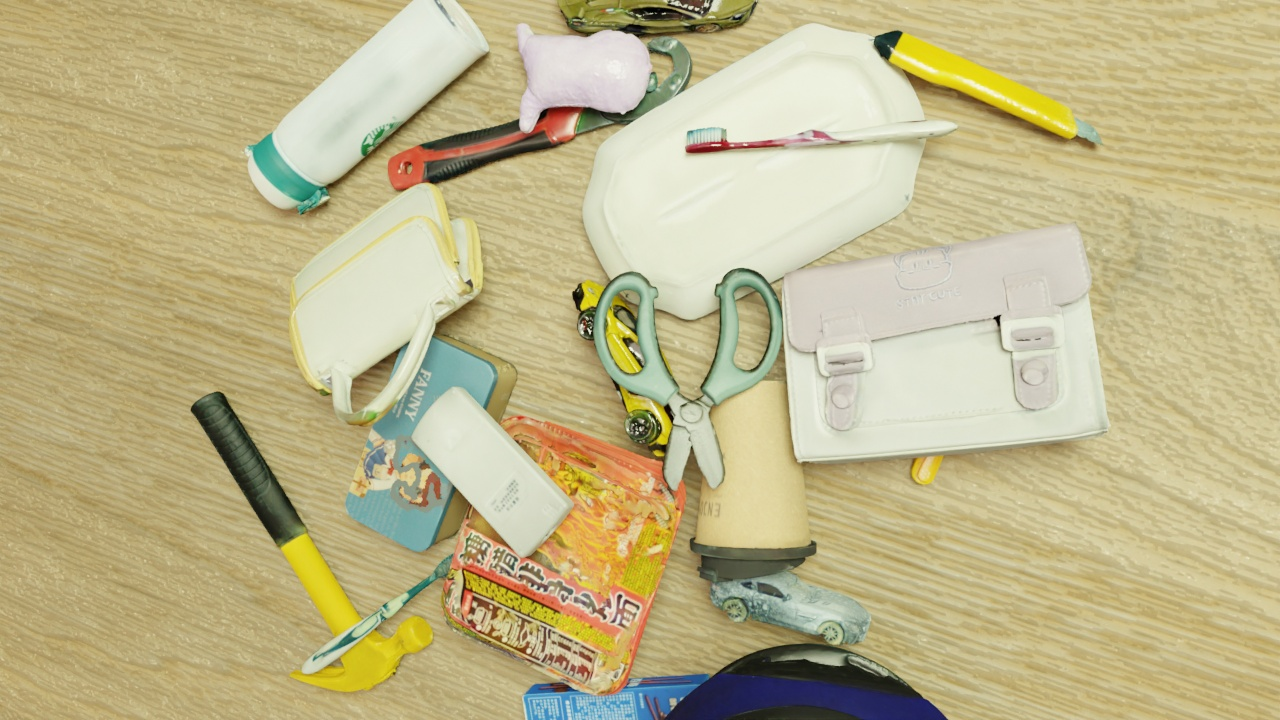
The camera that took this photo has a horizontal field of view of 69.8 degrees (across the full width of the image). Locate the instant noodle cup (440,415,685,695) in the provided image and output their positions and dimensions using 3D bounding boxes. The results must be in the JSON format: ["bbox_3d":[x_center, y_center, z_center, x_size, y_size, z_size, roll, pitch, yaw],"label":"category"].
[{"bbox_3d":[-0.056,0.145,0.719,0.164,0.079,0.189,20,98,15],"label":"instant noodle cup"}]

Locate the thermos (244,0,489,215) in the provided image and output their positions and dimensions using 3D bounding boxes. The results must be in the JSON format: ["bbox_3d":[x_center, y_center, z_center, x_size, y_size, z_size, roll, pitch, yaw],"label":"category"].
[{"bbox_3d":[-0.229,-0.208,0.757,0.224,0.073,0.073,-35,83,15],"label":"thermos"}]

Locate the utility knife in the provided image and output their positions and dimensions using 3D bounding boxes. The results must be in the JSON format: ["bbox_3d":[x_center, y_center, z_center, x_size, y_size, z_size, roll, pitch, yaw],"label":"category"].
[{"bbox_3d":[0.242,-0.189,0.641,0.173,0.015,0.033,28,56,7],"label":"utility knife"}]

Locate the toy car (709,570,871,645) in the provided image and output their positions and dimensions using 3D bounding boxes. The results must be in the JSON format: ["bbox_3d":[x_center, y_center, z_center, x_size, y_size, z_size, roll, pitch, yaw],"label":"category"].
[{"bbox_3d":[0.112,0.180,0.688,0.121,0.054,0.037,13,98,14],"label":"toy car"}]

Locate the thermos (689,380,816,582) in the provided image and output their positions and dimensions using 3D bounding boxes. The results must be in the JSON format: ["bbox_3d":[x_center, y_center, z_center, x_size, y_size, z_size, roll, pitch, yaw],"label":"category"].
[{"bbox_3d":[0.082,0.087,0.677,0.093,0.093,0.143,-1,86,16],"label":"thermos"}]

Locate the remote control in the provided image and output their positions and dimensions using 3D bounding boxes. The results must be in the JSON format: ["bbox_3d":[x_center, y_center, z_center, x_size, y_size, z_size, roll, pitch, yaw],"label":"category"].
[{"bbox_3d":[-0.113,0.082,0.691,0.135,0.019,0.056,43,100,16],"label":"remote control"}]

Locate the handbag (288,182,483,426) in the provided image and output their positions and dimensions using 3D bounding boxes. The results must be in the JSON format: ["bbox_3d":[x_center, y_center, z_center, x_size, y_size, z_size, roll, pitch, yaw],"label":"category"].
[{"bbox_3d":[-0.201,-0.038,0.713,0.163,0.063,0.178,-32,48,15],"label":"handbag"}]

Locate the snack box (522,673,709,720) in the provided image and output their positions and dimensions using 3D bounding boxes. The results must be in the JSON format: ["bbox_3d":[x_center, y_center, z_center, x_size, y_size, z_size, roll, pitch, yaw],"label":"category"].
[{"bbox_3d":[-0.014,0.304,0.744,0.157,0.026,0.084,-9,91,16],"label":"snack box"}]

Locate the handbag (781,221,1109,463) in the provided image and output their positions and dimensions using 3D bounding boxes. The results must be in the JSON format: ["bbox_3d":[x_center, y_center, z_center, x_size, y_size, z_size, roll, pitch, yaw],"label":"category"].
[{"bbox_3d":[0.201,-0.008,0.626,0.197,0.098,0.144,-9,76,22],"label":"handbag"}]

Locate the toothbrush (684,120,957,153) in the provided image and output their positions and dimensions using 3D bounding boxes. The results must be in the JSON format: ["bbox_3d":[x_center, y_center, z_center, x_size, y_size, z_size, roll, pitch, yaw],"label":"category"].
[{"bbox_3d":[0.124,-0.160,0.644,0.188,0.016,0.017,-1,84,12],"label":"toothbrush"}]

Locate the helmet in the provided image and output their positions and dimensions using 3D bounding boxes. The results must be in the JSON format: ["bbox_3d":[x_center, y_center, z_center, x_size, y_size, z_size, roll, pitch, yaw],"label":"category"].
[{"bbox_3d":[0.110,0.308,0.594,0.247,0.240,0.316,2,103,11],"label":"helmet"}]

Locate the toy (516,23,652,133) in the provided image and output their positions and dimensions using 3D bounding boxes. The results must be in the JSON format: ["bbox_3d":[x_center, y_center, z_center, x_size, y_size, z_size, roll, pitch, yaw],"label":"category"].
[{"bbox_3d":[-0.044,-0.218,0.702,0.108,0.039,0.084,2,95,10],"label":"toy"}]

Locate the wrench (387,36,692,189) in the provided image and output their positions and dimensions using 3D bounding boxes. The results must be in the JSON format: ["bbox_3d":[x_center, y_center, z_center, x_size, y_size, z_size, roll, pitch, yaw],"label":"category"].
[{"bbox_3d":[-0.086,-0.190,0.743,0.274,0.016,0.056,-17,85,16],"label":"wrench"}]

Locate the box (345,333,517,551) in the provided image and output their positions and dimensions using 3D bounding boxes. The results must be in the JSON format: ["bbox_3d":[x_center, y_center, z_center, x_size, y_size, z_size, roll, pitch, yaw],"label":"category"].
[{"bbox_3d":[-0.169,0.059,0.757,0.090,0.062,0.184,22,100,13],"label":"box"}]

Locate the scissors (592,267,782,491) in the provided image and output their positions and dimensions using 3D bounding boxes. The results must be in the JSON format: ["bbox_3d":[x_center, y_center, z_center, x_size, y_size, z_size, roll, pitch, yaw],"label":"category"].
[{"bbox_3d":[0.050,0.004,0.649,0.169,0.019,0.177,-20,73,-4],"label":"scissors"}]

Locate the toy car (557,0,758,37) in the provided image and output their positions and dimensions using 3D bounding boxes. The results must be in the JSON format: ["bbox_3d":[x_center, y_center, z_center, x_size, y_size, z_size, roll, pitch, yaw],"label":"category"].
[{"bbox_3d":[0.013,-0.286,0.698,0.158,0.042,0.070,0,93,13],"label":"toy car"}]

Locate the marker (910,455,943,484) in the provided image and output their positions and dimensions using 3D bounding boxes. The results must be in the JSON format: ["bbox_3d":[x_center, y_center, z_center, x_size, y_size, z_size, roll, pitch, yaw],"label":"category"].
[{"bbox_3d":[0.226,0.032,0.668,0.018,0.015,0.124,21,96,8],"label":"marker"}]

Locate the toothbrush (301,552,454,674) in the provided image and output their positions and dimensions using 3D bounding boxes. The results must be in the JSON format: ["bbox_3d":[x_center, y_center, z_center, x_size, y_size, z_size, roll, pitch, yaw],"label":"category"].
[{"bbox_3d":[-0.218,0.214,0.768,0.192,0.018,0.016,-37,84,13],"label":"toothbrush"}]

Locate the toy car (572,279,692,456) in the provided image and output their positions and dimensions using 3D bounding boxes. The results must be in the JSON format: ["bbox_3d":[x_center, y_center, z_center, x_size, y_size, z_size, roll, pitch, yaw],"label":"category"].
[{"bbox_3d":[-0.004,0.004,0.702,0.041,0.071,0.156,-29,84,16],"label":"toy car"}]

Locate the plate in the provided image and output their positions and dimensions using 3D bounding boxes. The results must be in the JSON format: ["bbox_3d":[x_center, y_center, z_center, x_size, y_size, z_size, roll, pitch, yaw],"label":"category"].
[{"bbox_3d":[0.079,-0.139,0.680,0.266,0.034,0.162,-26,89,12],"label":"plate"}]

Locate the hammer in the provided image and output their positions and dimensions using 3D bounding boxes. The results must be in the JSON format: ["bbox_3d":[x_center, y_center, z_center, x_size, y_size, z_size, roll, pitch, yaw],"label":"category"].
[{"bbox_3d":[-0.311,0.159,0.817,0.129,0.032,0.300,-36,84,13],"label":"hammer"}]
